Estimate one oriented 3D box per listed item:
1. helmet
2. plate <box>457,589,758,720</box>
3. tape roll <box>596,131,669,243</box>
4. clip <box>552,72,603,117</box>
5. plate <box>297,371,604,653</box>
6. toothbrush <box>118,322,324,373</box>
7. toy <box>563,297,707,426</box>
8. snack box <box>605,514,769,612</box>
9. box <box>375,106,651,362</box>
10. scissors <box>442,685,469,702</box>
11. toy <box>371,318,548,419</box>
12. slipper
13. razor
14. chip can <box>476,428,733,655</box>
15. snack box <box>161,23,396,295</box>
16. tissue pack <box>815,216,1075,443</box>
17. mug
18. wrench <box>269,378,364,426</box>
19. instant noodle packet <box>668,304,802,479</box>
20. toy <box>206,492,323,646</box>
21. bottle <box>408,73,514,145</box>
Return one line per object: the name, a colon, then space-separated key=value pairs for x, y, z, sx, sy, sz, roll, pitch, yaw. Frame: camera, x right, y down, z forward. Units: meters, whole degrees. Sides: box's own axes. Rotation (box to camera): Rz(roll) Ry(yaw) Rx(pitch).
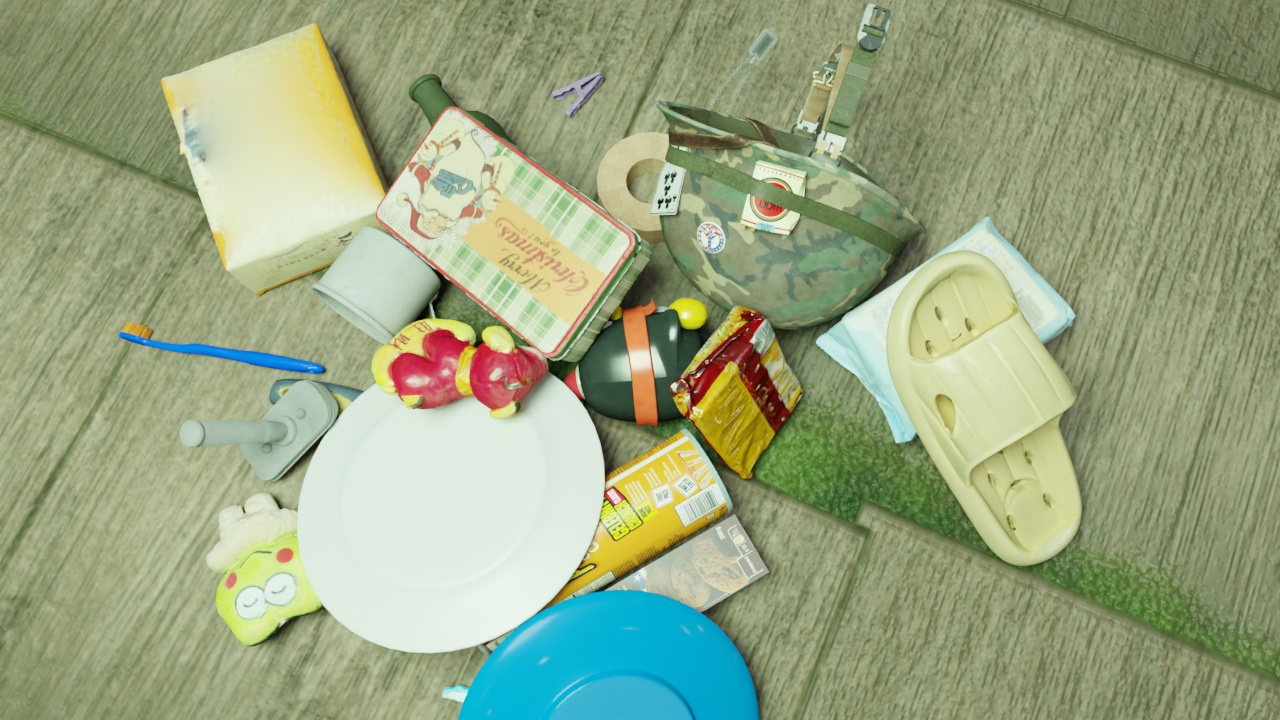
helmet: x=0.115 y=-0.147 z=0.708 sx=0.224 sy=0.192 sz=0.237 roll=37 pitch=109 yaw=-8
plate: x=-0.019 y=0.276 z=0.652 sx=0.224 sy=0.024 sz=0.224 roll=-1 pitch=95 yaw=-13
tape roll: x=0.009 y=-0.152 z=0.806 sx=0.094 sy=0.027 sz=0.094 roll=0 pitch=75 yaw=1
clip: x=-0.056 y=-0.242 z=0.840 sx=0.050 sy=0.014 sz=0.046 roll=-9 pitch=75 yaw=1
plate: x=-0.148 y=0.096 z=0.695 sx=0.243 sy=0.016 sz=0.242 roll=-4 pitch=61 yaw=8
toothbrush: x=-0.358 y=-0.010 z=0.784 sx=0.182 sy=0.016 sz=0.018 roll=9 pitch=70 yaw=4
toy: x=-0.004 y=0.004 z=0.732 sx=0.119 sy=0.097 sz=0.099 roll=-7 pitch=91 yaw=-1
snack box: x=0.025 y=0.179 z=0.718 sx=0.141 sy=0.032 sz=0.051 roll=-29 pitch=77 yaw=-6
box: x=-0.100 y=-0.099 z=0.707 sx=0.205 sy=0.050 sz=0.118 roll=39 pitch=100 yaw=18
scissors: x=-0.082 y=0.270 z=0.708 sx=0.134 sy=0.012 sz=0.134 roll=44 pitch=78 yaw=10
toy: x=-0.145 y=0.006 z=0.699 sx=0.137 sy=0.067 sz=0.105 roll=10 pitch=40 yaw=22
slipper: x=0.267 y=0.048 z=0.672 sx=0.111 sy=0.079 sz=0.261 roll=-29 pitch=106 yaw=-4
razor: x=-0.301 y=0.055 z=0.702 sx=0.088 sy=0.116 sz=0.047 roll=-43 pitch=75 yaw=12
chip can: x=-0.040 y=0.138 z=0.708 sx=0.215 sy=0.075 sz=0.075 roll=-30 pitch=77 yaw=-6
snack box: x=-0.311 y=-0.178 z=0.793 sx=0.145 sy=0.081 sz=0.195 roll=-23 pitch=76 yaw=-5
tissue pack: x=0.247 y=-0.024 z=0.747 sx=0.182 sy=0.070 sz=0.112 roll=-35 pitch=78 yaw=-5
mug: x=-0.207 y=-0.051 z=0.764 sx=0.113 sy=0.084 sz=0.070 roll=39 pitch=75 yaw=-19
wrench: x=-0.176 y=0.055 z=0.760 sx=0.273 sy=0.022 sz=0.073 roll=13 pitch=78 yaw=4
instant noodle packet: x=0.078 y=0.025 z=0.710 sx=0.040 sy=0.135 sz=0.098 roll=23 pitch=73 yaw=35
toy: x=-0.297 y=0.160 z=0.725 sx=0.092 sy=0.046 sz=0.115 roll=-29 pitch=69 yaw=-3
bottle: x=-0.134 y=-0.160 z=0.790 sx=0.071 sy=0.071 sz=0.206 roll=-33 pitch=77 yaw=-7
